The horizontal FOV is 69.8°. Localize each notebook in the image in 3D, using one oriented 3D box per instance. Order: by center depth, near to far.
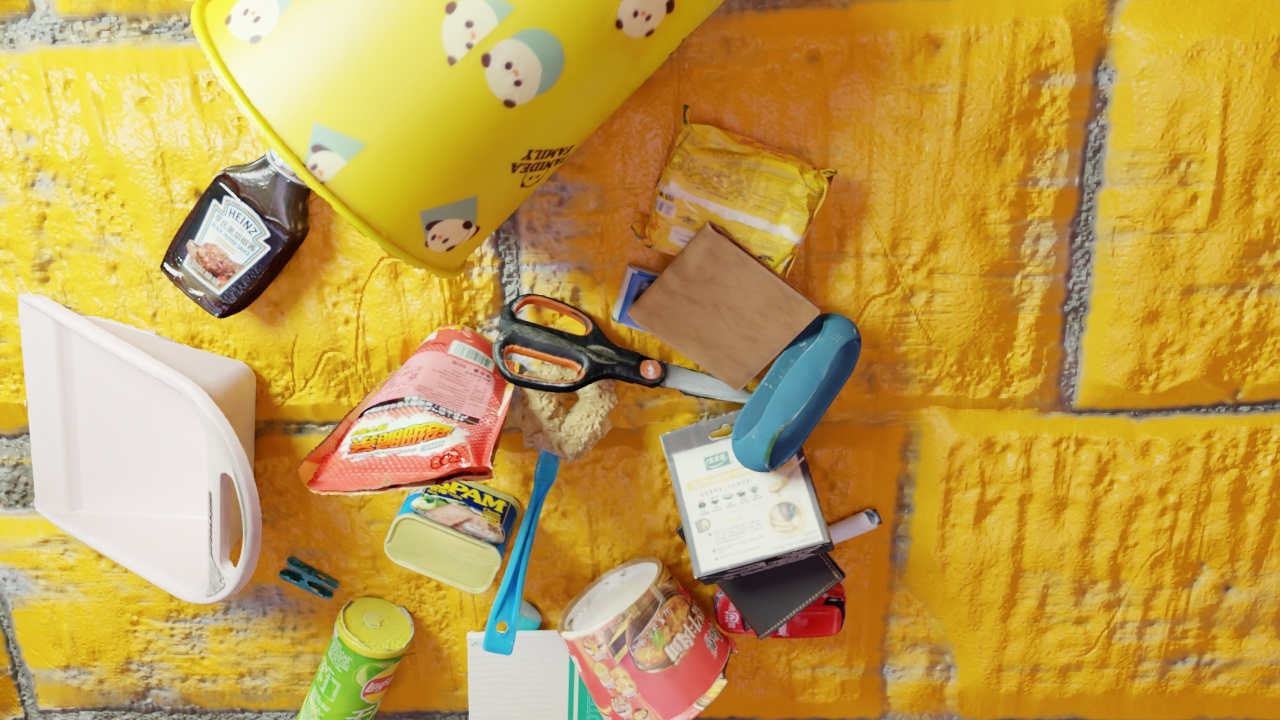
[{"bbox_3d":[-0.093,0.351,0.900,0.150,0.012,0.209,0,112,-6],"label":"notebook"}]

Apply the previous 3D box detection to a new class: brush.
[{"bbox_3d":[0.122,0.024,0.717,0.055,0.073,0.144,35,87,12],"label":"brush"},{"bbox_3d":[-0.083,0.115,0.752,0.083,0.046,0.254,17,87,-15],"label":"brush"}]

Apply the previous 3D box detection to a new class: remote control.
[{"bbox_3d":[0.042,-0.038,0.744,0.125,0.024,0.049,17,111,-4],"label":"remote control"}]

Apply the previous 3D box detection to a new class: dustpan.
[{"bbox_3d":[-0.422,0.084,0.754,0.273,0.138,0.223,7,112,-1],"label":"dustpan"}]

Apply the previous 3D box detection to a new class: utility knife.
[{"bbox_3d":[-0.132,0.302,0.891,0.029,0.013,0.171,22,109,-4],"label":"utility knife"}]

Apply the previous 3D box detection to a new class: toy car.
[{"bbox_3d":[0.127,0.225,0.833,0.120,0.045,0.053,-1,110,5],"label":"toy car"}]

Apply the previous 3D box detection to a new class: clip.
[{"bbox_3d":[-0.311,0.206,0.863,0.057,0.014,0.046,29,108,-7],"label":"clip"}]

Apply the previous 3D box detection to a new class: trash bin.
[{"bbox_3d":[-0.100,-0.219,0.583,0.255,0.229,0.229,-38,105,10],"label":"trash bin"}]

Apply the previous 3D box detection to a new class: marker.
[{"bbox_3d":[0.152,0.162,0.820,0.131,0.018,0.022,-26,99,12],"label":"marker"}]

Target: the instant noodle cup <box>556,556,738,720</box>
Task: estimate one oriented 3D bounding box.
[{"bbox_3d":[-0.002,0.248,0.805,0.138,0.137,0.108,-31,99,13],"label":"instant noodle cup"}]

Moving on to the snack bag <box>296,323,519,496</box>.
[{"bbox_3d":[-0.158,0.040,0.686,0.128,0.207,0.073,0,113,1],"label":"snack bag"}]

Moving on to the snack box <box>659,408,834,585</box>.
[{"bbox_3d":[0.087,0.110,0.764,0.113,0.125,0.053,-18,153,10],"label":"snack box"}]

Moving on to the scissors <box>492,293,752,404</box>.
[{"bbox_3d":[-0.003,-0.008,0.748,0.234,0.124,0.022,-2,154,-16],"label":"scissors"}]

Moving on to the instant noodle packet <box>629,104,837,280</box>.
[{"bbox_3d":[0.068,-0.120,0.700,0.128,0.044,0.111,22,113,-3],"label":"instant noodle packet"}]

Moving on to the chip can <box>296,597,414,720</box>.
[{"bbox_3d":[-0.287,0.331,0.879,0.072,0.072,0.222,25,110,-7],"label":"chip can"}]

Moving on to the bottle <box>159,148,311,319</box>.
[{"bbox_3d":[-0.294,-0.123,0.717,0.080,0.044,0.195,42,106,-5],"label":"bottle"}]

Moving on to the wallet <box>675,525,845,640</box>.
[{"bbox_3d":[0.103,0.168,0.801,0.096,0.020,0.122,-41,79,12],"label":"wallet"}]

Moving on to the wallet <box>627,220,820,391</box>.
[{"bbox_3d":[0.064,-0.039,0.712,0.115,0.020,0.101,36,120,-15],"label":"wallet"}]

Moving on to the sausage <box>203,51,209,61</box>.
[{"bbox_3d":[-0.268,-0.199,0.672,0.156,0.020,0.020,34,111,16],"label":"sausage"}]

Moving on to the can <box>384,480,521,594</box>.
[{"bbox_3d":[-0.161,0.146,0.794,0.102,0.083,0.057,23,111,-6],"label":"can"}]
